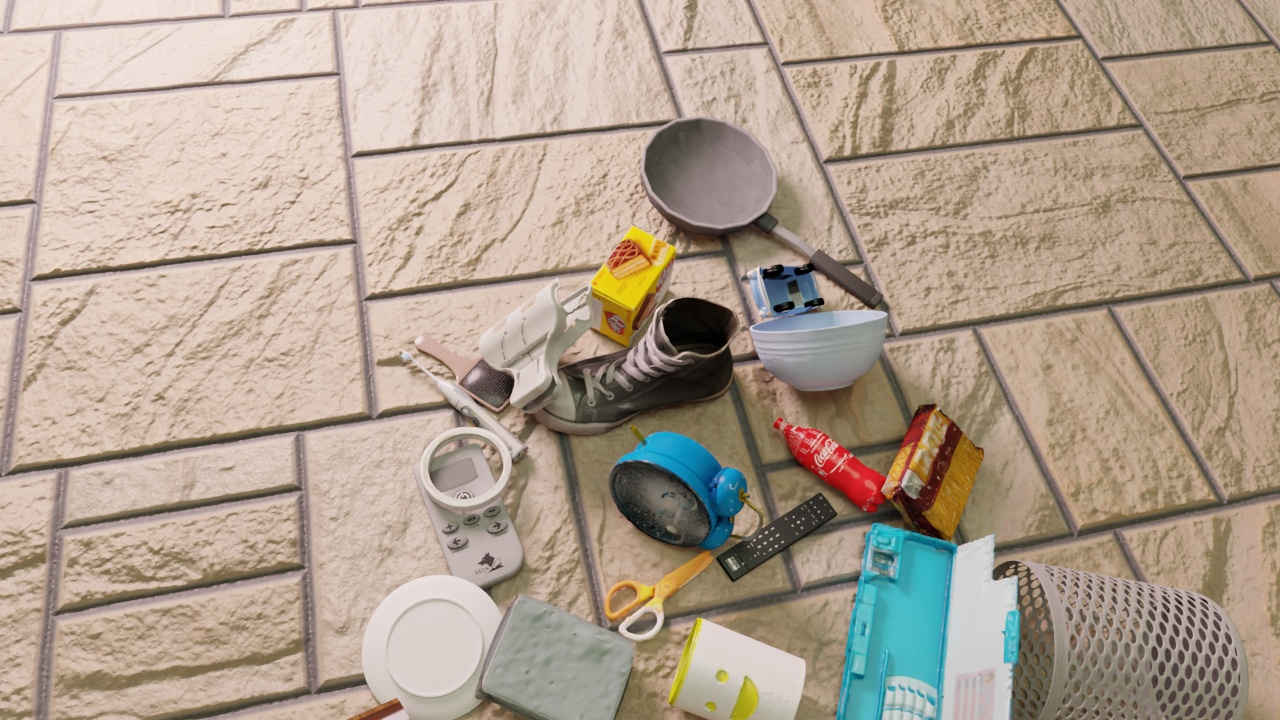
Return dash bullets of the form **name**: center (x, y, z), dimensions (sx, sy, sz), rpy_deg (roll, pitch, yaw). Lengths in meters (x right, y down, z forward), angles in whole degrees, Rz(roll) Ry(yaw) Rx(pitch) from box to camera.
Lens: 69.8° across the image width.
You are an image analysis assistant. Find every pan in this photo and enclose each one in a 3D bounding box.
- **pan**: center (0.154, -0.177, 1.163), dimensions (0.357, 0.041, 0.178), rpy_deg (38, 64, 10)

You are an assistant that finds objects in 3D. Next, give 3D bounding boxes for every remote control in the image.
- **remote control**: center (0.144, 0.183, 0.959), dimensions (0.139, 0.009, 0.030), rpy_deg (-27, 65, -20)
- **remote control**: center (-0.174, 0.159, 0.936), dimensions (0.074, 0.019, 0.151), rpy_deg (-20, 63, -17)

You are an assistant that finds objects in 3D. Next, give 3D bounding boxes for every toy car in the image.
- **toy car**: center (0.164, -0.079, 1.056), dimensions (0.153, 0.055, 0.056), rpy_deg (-10, 83, -56)

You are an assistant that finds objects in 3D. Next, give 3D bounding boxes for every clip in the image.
- **clip**: center (-0.119, -0.021, 0.976), dimensions (0.104, 0.127, 0.151), rpy_deg (42, 37, -21)

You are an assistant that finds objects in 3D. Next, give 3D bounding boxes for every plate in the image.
- **plate**: center (-0.193, 0.268, 0.862), dimensions (0.134, 0.011, 0.134), rpy_deg (2, 67, -4)

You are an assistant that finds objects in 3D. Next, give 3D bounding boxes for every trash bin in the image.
- **trash bin**: center (0.429, 0.276, 0.850), dimensions (0.183, 0.157, 0.156), rpy_deg (8, 58, -4)

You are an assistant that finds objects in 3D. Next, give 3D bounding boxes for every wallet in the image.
- **wallet**: center (-0.077, 0.285, 0.846), dimensions (0.131, 0.054, 0.100), rpy_deg (24, 64, -3)

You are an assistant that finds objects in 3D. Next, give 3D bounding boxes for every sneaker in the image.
- **sneaker**: center (-0.006, 0.006, 0.989), dimensions (0.234, 0.120, 0.095), rpy_deg (-9, 60, -7)

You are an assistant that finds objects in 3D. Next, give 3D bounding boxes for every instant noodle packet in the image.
- **instant noodle packet**: center (0.312, 0.121, 0.980), dimensions (0.098, 0.040, 0.135), rpy_deg (43, 59, -17)

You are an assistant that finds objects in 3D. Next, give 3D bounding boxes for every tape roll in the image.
- **tape roll**: center (-0.180, 0.111, 0.946), dimensions (0.093, 0.013, 0.092), rpy_deg (2, 55, -3)

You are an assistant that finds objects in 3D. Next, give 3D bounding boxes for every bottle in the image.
- **bottle**: center (0.204, 0.108, 0.992), dimensions (0.141, 0.042, 0.041), rpy_deg (37, 62, 16)

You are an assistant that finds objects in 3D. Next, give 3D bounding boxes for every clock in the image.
- **clock**: center (0.046, 0.136, 0.920), dimensions (0.161, 0.117, 0.060), rpy_deg (29, 48, 10)

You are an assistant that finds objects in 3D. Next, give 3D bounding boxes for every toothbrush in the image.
- **toothbrush**: center (-0.195, 0.045, 1.002), dimensions (0.185, 0.022, 0.024), rpy_deg (39, 46, 15)

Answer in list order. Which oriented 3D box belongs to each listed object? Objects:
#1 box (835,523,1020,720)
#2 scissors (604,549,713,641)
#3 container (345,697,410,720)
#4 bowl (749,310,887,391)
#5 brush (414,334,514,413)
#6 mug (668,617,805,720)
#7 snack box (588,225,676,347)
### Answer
- **box**: center (0.281, 0.271, 0.875), dimensions (0.172, 0.084, 0.226), rpy_deg (-6, 51, 35)
- **scissors**: center (0.026, 0.230, 0.917), dimensions (0.128, 0.013, 0.065), rpy_deg (-28, 66, -19)
- **container**: center (-0.257, 0.364, 0.748), dimensions (0.167, 0.132, 0.132), rpy_deg (-24, 64, -25)
- **bowl**: center (0.201, -0.009, 1.022), dimensions (0.150, 0.150, 0.075), rpy_deg (-10, 99, -11)
- **brush**: center (-0.198, 0.006, 1.029), dimensions (0.136, 0.015, 0.049), rpy_deg (31, 60, 13)
- **mug**: center (0.089, 0.294, 0.844), dimensions (0.106, 0.083, 0.082), rpy_deg (19, 59, 5)
- **snack box**: center (-0.011, -0.086, 1.063), dimensions (0.061, 0.084, 0.105), rpy_deg (28, 61, 11)
